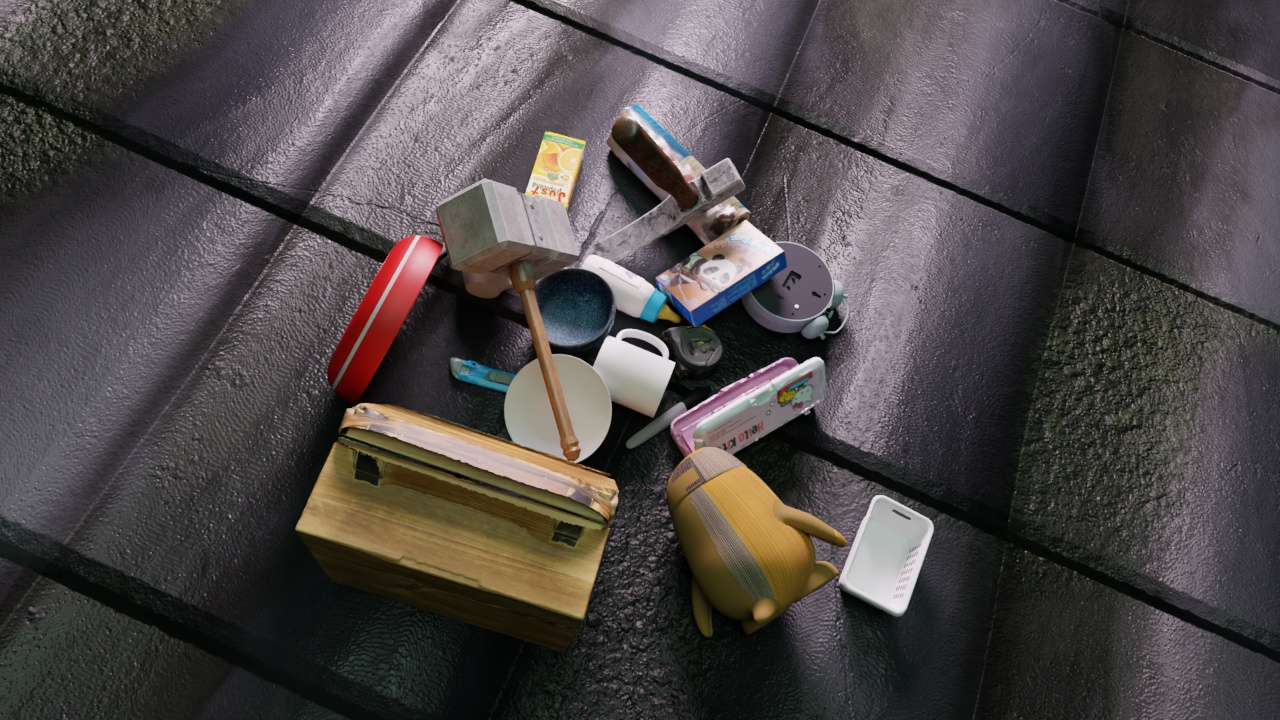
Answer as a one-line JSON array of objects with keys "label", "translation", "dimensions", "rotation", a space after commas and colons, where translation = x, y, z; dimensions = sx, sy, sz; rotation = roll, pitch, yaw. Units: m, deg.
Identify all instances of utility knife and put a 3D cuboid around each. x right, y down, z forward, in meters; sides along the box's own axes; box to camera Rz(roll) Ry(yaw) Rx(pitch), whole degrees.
[{"label": "utility knife", "translation": [-0.155, 0.028, 1.142], "dimensions": [0.173, 0.015, 0.031], "rotation": [14, 68, -4]}]

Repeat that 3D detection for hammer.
[{"label": "hammer", "translation": [-0.119, -0.037, 1.057], "dimensions": [0.083, 0.162, 0.317], "rotation": [-21, 80, 25]}, {"label": "hammer", "translation": [-0.005, -0.204, 1.091], "dimensions": [0.218, 0.300, 0.037], "rotation": [-28, 77, 13]}]

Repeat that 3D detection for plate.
[{"label": "plate", "translation": [-0.099, 0.060, 1.109], "dimensions": [0.135, 0.011, 0.134], "rotation": [0, 88, 12]}]

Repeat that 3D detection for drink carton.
[{"label": "drink carton", "translation": [-0.119, -0.250, 1.263], "dimensions": [0.058, 0.041, 0.122], "rotation": [14, 64, -3]}]

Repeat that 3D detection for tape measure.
[{"label": "tape measure", "translation": [0.071, -0.012, 1.184], "dimensions": [0.072, 0.042, 0.071], "rotation": [-12, 64, -18]}]

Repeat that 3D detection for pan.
[{"label": "pan", "translation": [-0.278, -0.096, 1.100], "dimensions": [0.067, 0.210, 0.355], "rotation": [29, 40, -15]}]

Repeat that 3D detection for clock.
[{"label": "clock", "translation": [0.208, -0.092, 1.242], "dimensions": [0.159, 0.045, 0.122], "rotation": [31, 64, 4]}]

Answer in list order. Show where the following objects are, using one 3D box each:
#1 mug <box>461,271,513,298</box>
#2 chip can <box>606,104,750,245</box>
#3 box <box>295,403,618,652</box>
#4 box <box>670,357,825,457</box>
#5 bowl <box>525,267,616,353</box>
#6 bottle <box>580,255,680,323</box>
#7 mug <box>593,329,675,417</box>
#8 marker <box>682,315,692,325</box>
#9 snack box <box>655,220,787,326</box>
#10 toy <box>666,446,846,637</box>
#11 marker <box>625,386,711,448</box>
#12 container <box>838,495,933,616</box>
[{"label": "mug", "translation": [-0.177, -0.125, 1.180], "dimensions": [0.107, 0.071, 0.089], "rotation": [12, 67, -10]}, {"label": "chip can", "translation": [0.048, -0.255, 1.276], "dimensions": [0.079, 0.080, 0.229], "rotation": [-38, 76, -23]}, {"label": "box", "translation": [-0.170, 0.146, 0.947], "dimensions": [0.279, 0.258, 0.215], "rotation": [19, 66, -1]}, {"label": "box", "translation": [0.141, 0.058, 1.133], "dimensions": [0.201, 0.095, 0.088], "rotation": [-27, 75, -20]}, {"label": "bowl", "translation": [-0.085, -0.053, 1.161], "dimensions": [0.114, 0.061, 0.114], "rotation": [-2, 62, 4]}, {"label": "bottle", "translation": [-0.012, -0.086, 1.199], "dimensions": [0.146, 0.051, 0.051], "rotation": [28, 64, 4]}, {"label": "mug", "translation": [-0.007, 0.007, 1.147], "dimensions": [0.090, 0.074, 0.110], "rotation": [22, 51, 1]}, {"label": "marker", "translation": [0.102, -0.106, 1.245], "dimensions": [0.023, 0.021, 0.144], "rotation": [46, 62, -21]}, {"label": "snack box", "translation": [0.106, -0.116, 1.202], "dimensions": [0.151, 0.034, 0.087], "rotation": [-33, 49, -9]}, {"label": "toy", "translation": [0.111, 0.195, 1.048], "dimensions": [0.199, 0.162, 0.203], "rotation": [-40, 70, 17]}, {"label": "marker", "translation": [0.035, 0.070, 1.155], "dimensions": [0.138, 0.016, 0.022], "rotation": [-33, 43, -21]}, {"label": "container", "translation": [0.289, 0.237, 1.099], "dimensions": [0.081, 0.050, 0.129], "rotation": [28, 64, 4]}]
